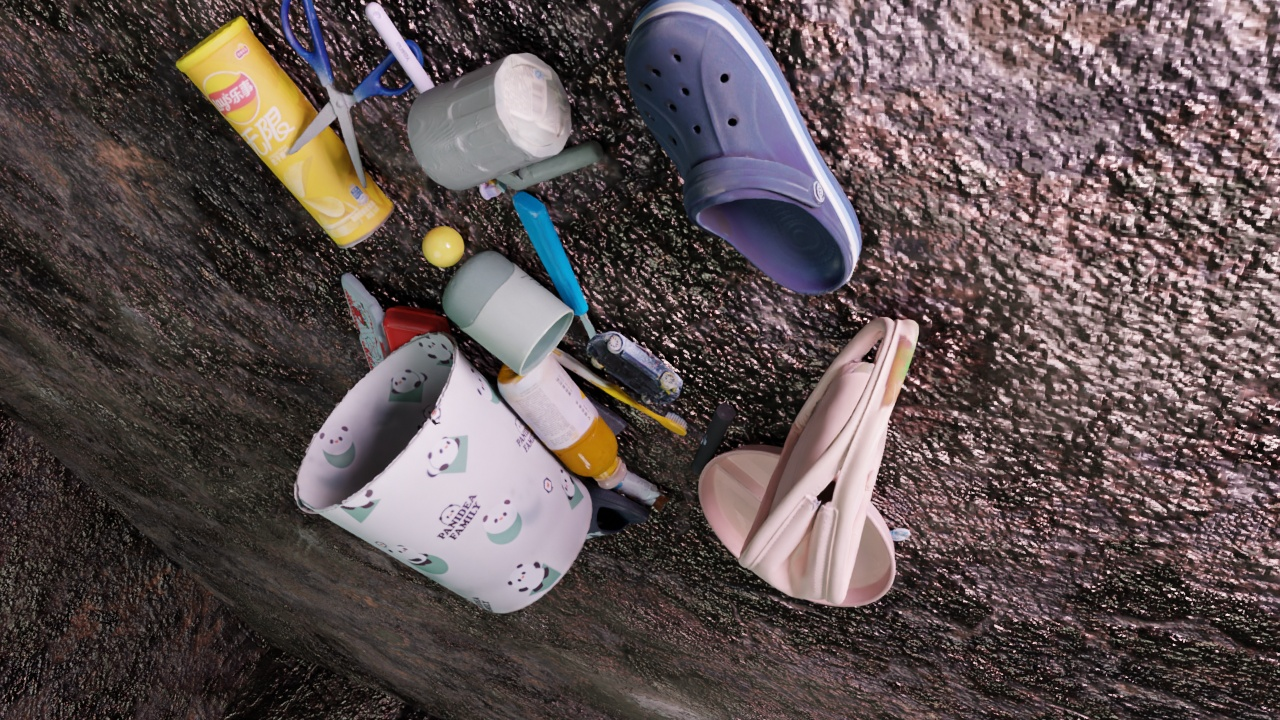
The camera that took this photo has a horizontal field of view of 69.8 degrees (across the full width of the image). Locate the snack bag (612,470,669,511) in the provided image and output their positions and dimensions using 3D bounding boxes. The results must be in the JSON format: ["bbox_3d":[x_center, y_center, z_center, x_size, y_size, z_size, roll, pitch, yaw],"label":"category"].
[{"bbox_3d":[-0.015,0.151,1.122,0.105,0.026,0.045,28,143,0],"label":"snack bag"}]

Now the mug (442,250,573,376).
[{"bbox_3d":[-0.129,-0.047,0.902,0.106,0.082,0.112,37,177,7],"label":"mug"}]

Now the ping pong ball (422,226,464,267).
[{"bbox_3d":[-0.194,-0.112,0.901,0.040,0.040,0.040,20,145,15],"label":"ping pong ball"}]

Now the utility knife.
[{"bbox_3d":[-0.073,-0.080,0.873,0.034,0.018,0.191,25,151,38],"label":"utility knife"}]

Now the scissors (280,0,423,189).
[{"bbox_3d":[-0.252,-0.230,0.772,0.176,0.012,0.162,-19,115,27],"label":"scissors"}]

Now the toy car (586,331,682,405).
[{"bbox_3d":[-0.005,0.005,0.919,0.105,0.031,0.049,35,146,-10],"label":"toy car"}]

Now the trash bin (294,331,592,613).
[{"bbox_3d":[-0.200,0.135,1.006,0.230,0.229,0.252,-10,135,44],"label":"trash bin"}]

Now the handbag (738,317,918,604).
[{"bbox_3d":[0.167,0.064,0.741,0.093,0.192,0.235,21,136,10],"label":"handbag"}]

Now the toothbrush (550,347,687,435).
[{"bbox_3d":[-0.031,0.026,0.984,0.191,0.018,0.016,31,144,3],"label":"toothbrush"}]

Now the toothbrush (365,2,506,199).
[{"bbox_3d":[-0.166,-0.209,0.754,0.021,0.029,0.189,43,170,48],"label":"toothbrush"}]

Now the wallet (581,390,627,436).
[{"bbox_3d":[-0.078,0.070,1.074,0.097,0.019,0.121,34,145,-9],"label":"wallet"}]

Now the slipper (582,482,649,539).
[{"bbox_3d":[-0.110,0.204,1.181,0.269,0.083,0.110,1,160,31],"label":"slipper"}]

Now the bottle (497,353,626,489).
[{"bbox_3d":[-0.079,0.069,1.001,0.068,0.067,0.189,-6,133,42],"label":"bottle"}]

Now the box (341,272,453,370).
[{"bbox_3d":[-0.288,-0.006,1.105,0.161,0.060,0.201,25,145,15],"label":"box"}]

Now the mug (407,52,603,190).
[{"bbox_3d":[-0.103,-0.178,0.725,0.104,0.083,0.123,-7,158,41],"label":"mug"}]

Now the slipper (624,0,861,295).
[{"bbox_3d":[0.065,-0.130,0.637,0.105,0.095,0.253,-10,133,41],"label":"slipper"}]

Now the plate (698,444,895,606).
[{"bbox_3d":[0.167,0.176,0.986,0.230,0.028,0.230,25,140,22],"label":"plate"}]

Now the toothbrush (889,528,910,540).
[{"bbox_3d":[0.215,0.210,1.024,0.026,0.026,0.222,1,161,-32],"label":"toothbrush"}]

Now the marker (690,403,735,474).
[{"bbox_3d":[0.076,0.086,0.974,0.022,0.020,0.132,12,146,-3],"label":"marker"}]

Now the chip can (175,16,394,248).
[{"bbox_3d":[-0.323,-0.205,0.849,0.072,0.071,0.213,-3,134,40],"label":"chip can"}]
